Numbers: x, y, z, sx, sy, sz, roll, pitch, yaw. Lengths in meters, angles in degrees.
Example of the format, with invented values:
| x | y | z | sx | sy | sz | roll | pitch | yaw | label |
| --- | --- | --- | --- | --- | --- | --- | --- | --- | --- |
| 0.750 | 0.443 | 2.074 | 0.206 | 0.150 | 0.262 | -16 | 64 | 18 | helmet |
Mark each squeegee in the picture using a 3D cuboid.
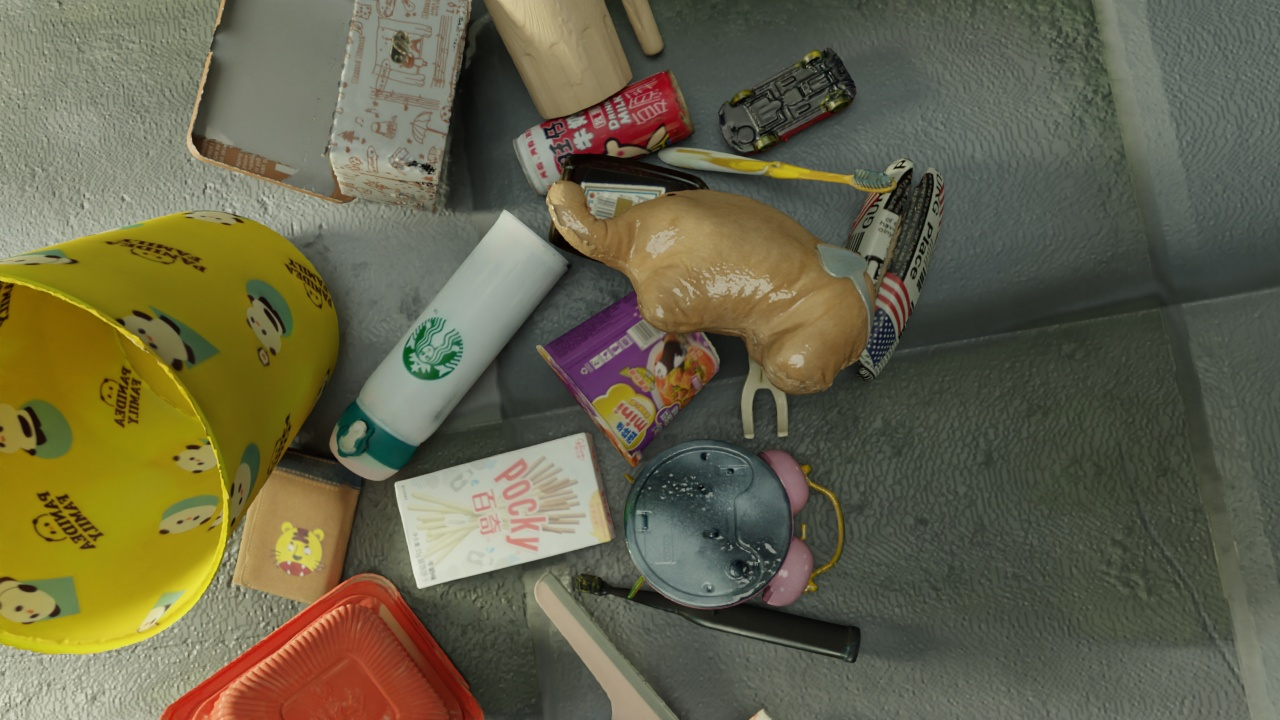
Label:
| x | y | z | sx | sy | sz | roll | pitch | yaw | label |
| --- | --- | --- | --- | --- | --- | --- | --- | --- | --- |
| -0.078 | 0.326 | 0.670 | 0.249 | 0.040 | 0.247 | -41 | 89 | -5 | squeegee |

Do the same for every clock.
| x | y | z | sx | sy | sz | roll | pitch | yaw | label |
| --- | --- | --- | --- | --- | --- | --- | --- | --- | --- |
| 0.067 | 0.119 | 0.657 | 0.158 | 0.060 | 0.117 | -3 | 69 | 4 | clock |

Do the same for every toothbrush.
| x | y | z | sx | sy | sz | roll | pitch | yaw | label |
| --- | --- | --- | --- | --- | --- | --- | --- | --- | --- |
| 0.095 | -0.144 | 0.681 | 0.191 | 0.018 | 0.016 | 15 | 83 | 28 | toothbrush |
| 0.054 | 0.186 | 0.677 | 0.213 | 0.027 | 0.026 | 11 | 59 | 8 | toothbrush |

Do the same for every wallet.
| x | y | z | sx | sy | sz | roll | pitch | yaw | label |
| --- | --- | --- | --- | --- | --- | --- | --- | --- | --- |
| -0.270 | 0.129 | 0.723 | 0.090 | 0.033 | 0.115 | 12 | 89 | 7 | wallet |

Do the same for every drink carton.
| x | y | z | sx | sy | sz | roll | pitch | yaw | label |
| --- | --- | --- | --- | --- | --- | --- | --- | --- | --- |
| 0.056 | 0.300 | 0.632 | 0.122 | 0.053 | 0.045 | -40 | 87 | -5 | drink carton |

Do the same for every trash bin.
| x | y | z | sx | sy | sz | roll | pitch | yaw | label |
| --- | --- | --- | --- | --- | --- | --- | --- | --- | --- |
| -0.330 | 0.018 | 0.601 | 0.229 | 0.254 | 0.230 | 1 | 111 | 1 | trash bin |

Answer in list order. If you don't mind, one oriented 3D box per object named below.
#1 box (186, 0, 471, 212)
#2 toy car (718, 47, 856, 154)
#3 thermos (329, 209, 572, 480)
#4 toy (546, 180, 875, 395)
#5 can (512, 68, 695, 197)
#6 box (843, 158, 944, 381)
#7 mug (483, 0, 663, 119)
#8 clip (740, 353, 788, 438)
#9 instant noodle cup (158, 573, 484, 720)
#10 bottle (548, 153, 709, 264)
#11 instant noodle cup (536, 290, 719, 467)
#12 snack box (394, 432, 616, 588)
| x | y | z | sx | sy | sz | roll | pitch | yaw | label |
| --- | --- | --- | --- | --- | --- | --- | --- | --- | --- |
| -0.233 | -0.223 | 0.686 | 0.192 | 0.156 | 0.183 | 10 | 84 | -14 | box |
| 0.111 | -0.196 | 0.705 | 0.106 | 0.031 | 0.049 | -28 | 81 | 3 | toy car |
| -0.149 | -0.008 | 0.699 | 0.073 | 0.073 | 0.224 | 39 | 90 | 9 | thermos |
| 0.048 | -0.064 | 0.609 | 0.226 | 0.143 | 0.083 | 27 | 128 | 6 | toy |
| -0.028 | -0.174 | 0.710 | 0.133 | 0.053 | 0.053 | -22 | 82 | 4 | can |
| 0.187 | -0.063 | 0.666 | 0.081 | 0.075 | 0.163 | 23 | 85 | 0 | box |
| -0.046 | -0.257 | 0.693 | 0.124 | 0.084 | 0.103 | -37 | 120 | -21 | mug |
| 0.091 | 0.010 | 0.682 | 0.034 | 0.061 | 0.097 | -2 | 95 | 7 | clip |
| -0.212 | 0.252 | 0.642 | 0.164 | 0.079 | 0.188 | 49 | 54 | 8 | instant noodle cup |
| 0.033 | -0.099 | 0.685 | 0.195 | 0.044 | 0.080 | 13 | 115 | -3 | bottle |
| -0.004 | 0.004 | 0.668 | 0.099 | 0.112 | 0.111 | -39 | 81 | -8 | instant noodle cup |
| -0.104 | 0.115 | 0.705 | 0.157 | 0.027 | 0.084 | -15 | 83 | 6 | snack box |
